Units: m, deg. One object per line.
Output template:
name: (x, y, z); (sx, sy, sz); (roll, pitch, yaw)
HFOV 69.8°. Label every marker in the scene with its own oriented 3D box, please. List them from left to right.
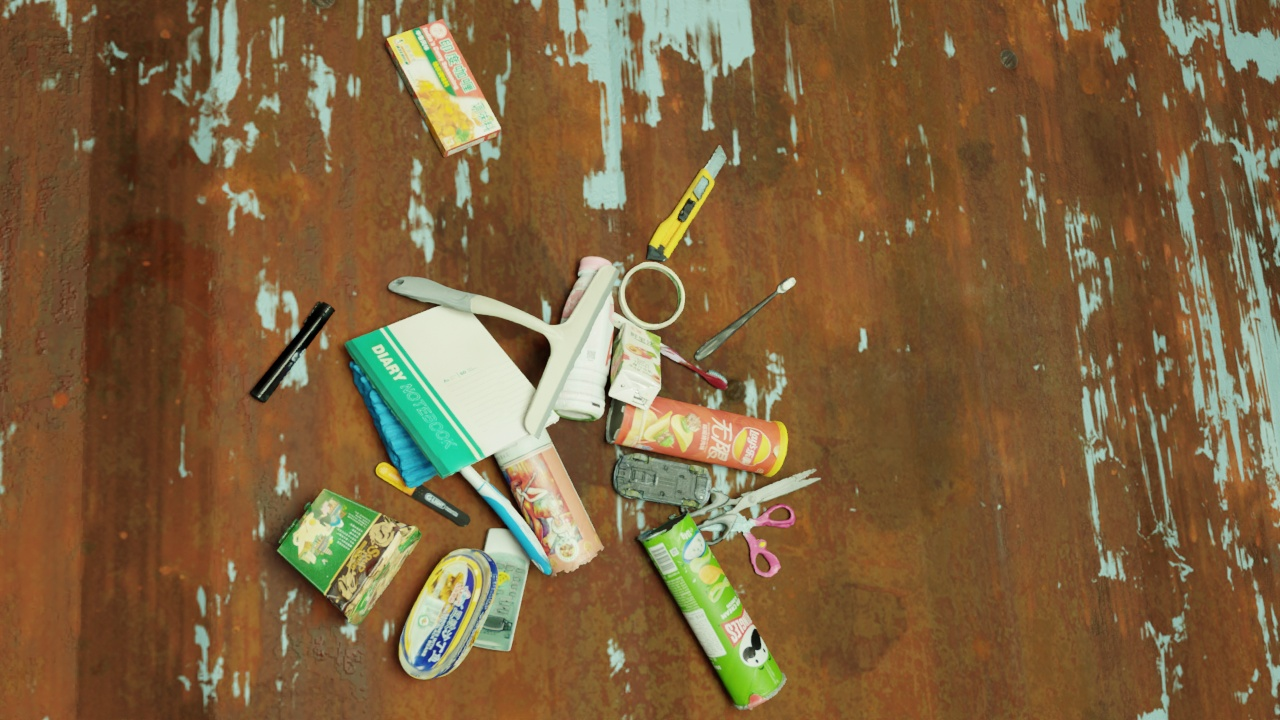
marker: (-0.393, -0.011, 1.036); (0.022, 0.020, 0.131); (30, 73, 7)
marker: (-0.249, 0.154, 1.053); (0.124, 0.015, 0.018); (35, 77, -10)

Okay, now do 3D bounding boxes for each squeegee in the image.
squeegee: (-0.180, -0.059, 1.051); (0.247, 0.039, 0.245); (19, 58, 9)

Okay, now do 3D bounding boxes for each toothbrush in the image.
toothbrush: (0.033, -0.016, 1.166); (0.187, 0.016, 0.017); (31, 35, -8)
toothbrush: (0.138, -0.055, 1.205); (0.180, 0.018, 0.015); (-38, 96, -17)

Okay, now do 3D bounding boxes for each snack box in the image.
snack box: (-0.314, 0.202, 0.984); (0.105, 0.118, 0.118); (33, 70, 4)
snack box: (-0.243, -0.336, 1.131); (0.077, 0.027, 0.156); (-28, 90, -20)

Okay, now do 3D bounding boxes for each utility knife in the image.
utility knife: (0.064, -0.207, 1.207); (0.033, 0.015, 0.196); (35, 73, -11)

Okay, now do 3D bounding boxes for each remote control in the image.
remote control: (-0.163, 0.262, 1.058); (0.056, 0.019, 0.135); (15, 77, -13)

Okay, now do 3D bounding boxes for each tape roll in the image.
tape roll: (0.015, -0.082, 1.172); (0.085, 0.014, 0.085); (3, 80, -16)

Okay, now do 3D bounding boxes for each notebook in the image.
notebook: (-0.211, 0.024, 1.021); (0.150, 0.012, 0.209); (-26, 60, -32)

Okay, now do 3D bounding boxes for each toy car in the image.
toy car: (0.027, 0.148, 1.122); (0.120, 0.037, 0.054); (11, 75, -6)

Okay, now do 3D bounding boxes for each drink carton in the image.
drink carton: (-0.007, 0.006, 1.101); (0.053, 0.122, 0.046); (23, 117, -12)

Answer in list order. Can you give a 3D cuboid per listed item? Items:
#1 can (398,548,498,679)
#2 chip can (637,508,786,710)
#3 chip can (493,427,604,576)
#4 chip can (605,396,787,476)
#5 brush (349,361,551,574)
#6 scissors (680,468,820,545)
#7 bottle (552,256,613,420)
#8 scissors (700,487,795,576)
can: (-0.211, 0.278, 1.013); (0.074, 0.049, 0.148); (25, 78, 7)
chip can: (0.085, 0.297, 1.099); (0.072, 0.072, 0.236); (-30, 90, -19)
chip can: (-0.118, 0.139, 1.066); (0.071, 0.071, 0.214); (-26, 89, -19)
chip can: (0.068, 0.089, 1.130); (0.216, 0.073, 0.073); (12, 77, -13)
brush: (-0.215, 0.121, 1.034); (0.109, 0.061, 0.314); (-23, 80, -26)
scissors: (0.131, 0.164, 1.133); (0.141, 0.014, 0.173); (34, 90, 7)
bottle: (-0.066, -0.028, 1.113); (0.068, 0.068, 0.196); (12, 75, -15)
scissors: (0.140, 0.207, 1.161); (0.124, 0.017, 0.133); (-40, 90, -15)
